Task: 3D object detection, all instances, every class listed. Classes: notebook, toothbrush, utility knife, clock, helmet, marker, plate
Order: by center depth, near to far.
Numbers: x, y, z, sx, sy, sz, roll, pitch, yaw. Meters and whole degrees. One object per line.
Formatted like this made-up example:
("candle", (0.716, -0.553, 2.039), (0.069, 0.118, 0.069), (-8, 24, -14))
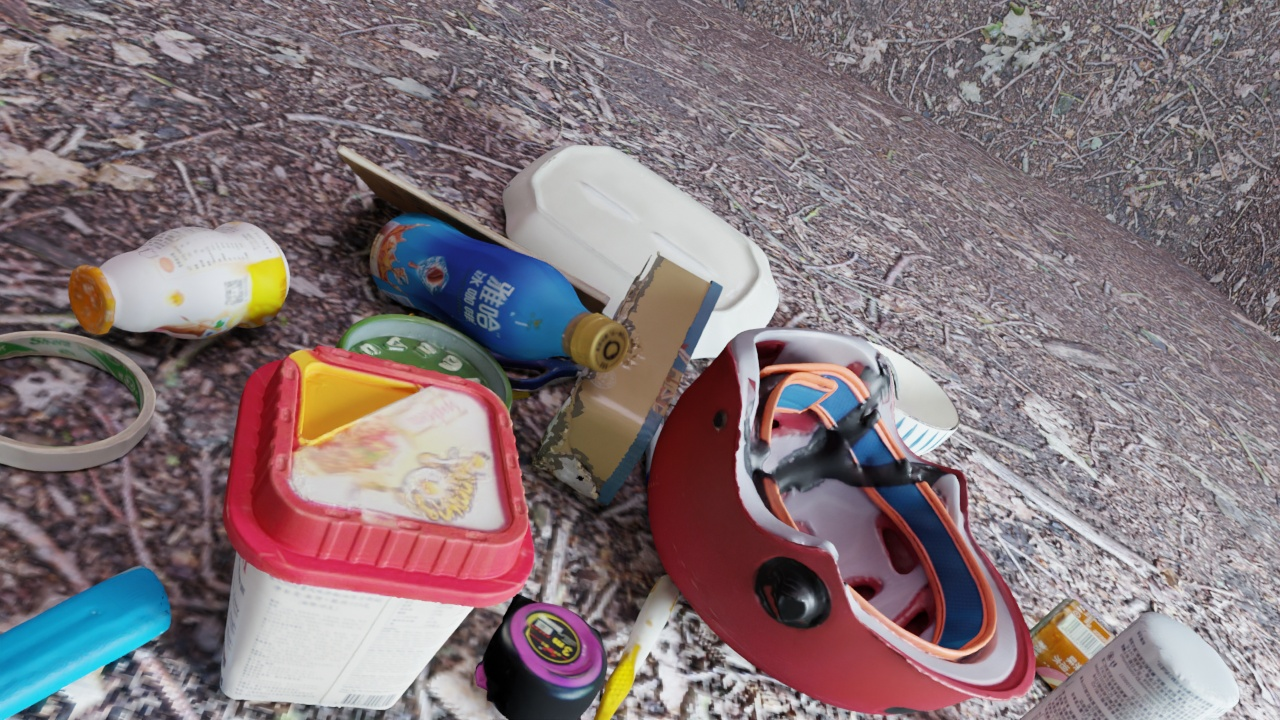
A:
("utility knife", (-0.243, 0.121, 0.306), (0.034, 0.018, 0.187), (28, 27, 19))
("toothbrush", (-0.011, 0.164, 0.468), (0.016, 0.018, 0.190), (36, 26, 3))
("clock", (-0.135, 0.031, 0.510), (0.116, 0.056, 0.160), (33, 29, 4))
("helmet", (0.100, 0.105, 0.538), (0.206, 0.144, 0.240), (-12, 66, -53))
("marker", (0.010, 0.057, 0.650), (0.017, 0.017, 0.145), (22, 30, -16))
("notebook", (-0.118, -0.088, 0.686), (0.207, 0.008, 0.148), (29, -4, -3))
("plate", (0.002, -0.109, 0.809), (0.266, 0.034, 0.161), (38, 58, 12))

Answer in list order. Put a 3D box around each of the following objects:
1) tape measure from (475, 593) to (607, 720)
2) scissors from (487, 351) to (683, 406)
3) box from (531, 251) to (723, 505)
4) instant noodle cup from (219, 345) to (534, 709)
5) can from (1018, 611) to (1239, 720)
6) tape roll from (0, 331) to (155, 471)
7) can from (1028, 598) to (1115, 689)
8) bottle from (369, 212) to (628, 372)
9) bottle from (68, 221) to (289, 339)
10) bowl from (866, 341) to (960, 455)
("tape measure", (-0.047, 0.146, 0.435), (0.057, 0.039, 0.057), (26, 24, -10))
("scissors", (-0.049, 0.003, 0.669), (0.163, 0.012, 0.160), (35, 32, 18))
("box", (-0.004, 0.004, 0.613), (0.061, 0.090, 0.183), (31, 46, -1))
("instant noodle cup", (-0.119, 0.076, 0.384), (0.116, 0.124, 0.116), (16, 32, -27))
("can", (0.256, 0.207, 0.514), (0.058, 0.147, 0.058), (23, 30, -14))
("tape roll", (-0.280, 0.018, 0.437), (0.085, 0.014, 0.085), (24, 29, -15))
("can", (0.336, 0.238, 0.636), (0.057, 0.058, 0.147), (-7, 47, -49))
("bottle", (-0.092, -0.042, 0.579), (0.065, 0.065, 0.219), (-3, 20, -46))
("bottle", (-0.252, -0.042, 0.506), (0.063, 0.063, 0.108), (41, 29, 16))
("bowl", (0.216, 0.043, 0.818), (0.116, 0.066, 0.116), (24, 30, -15))
